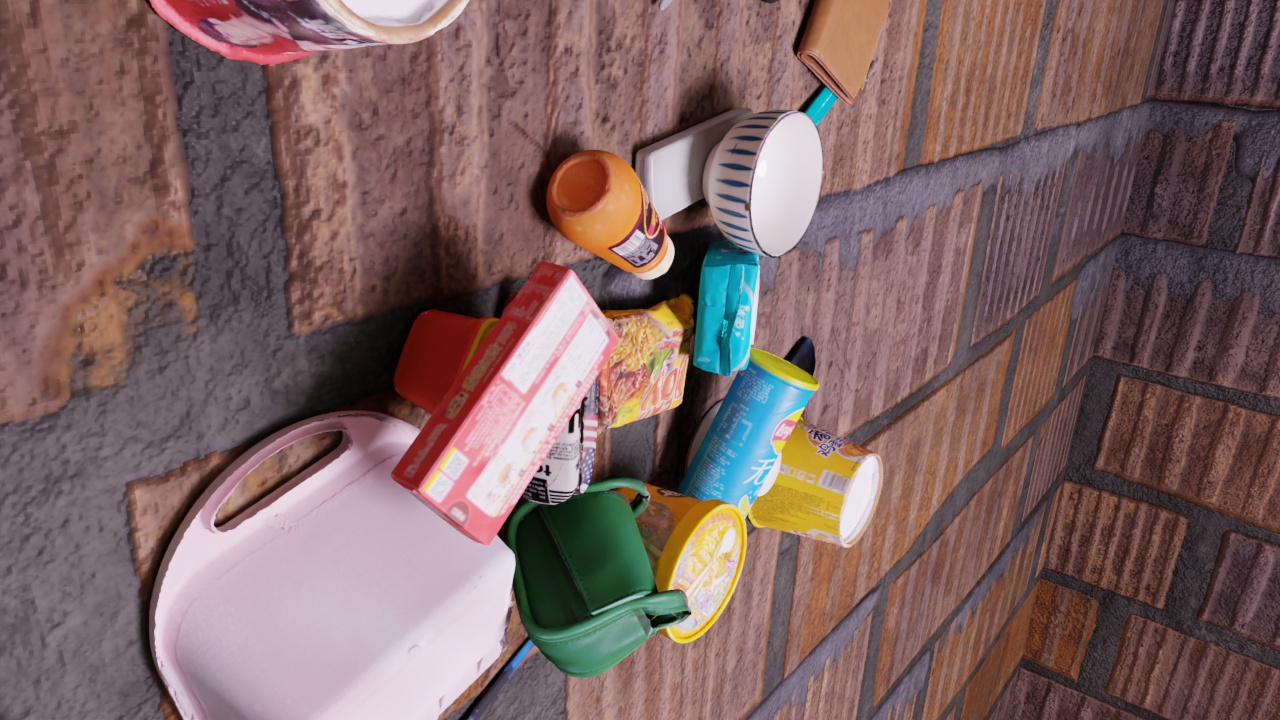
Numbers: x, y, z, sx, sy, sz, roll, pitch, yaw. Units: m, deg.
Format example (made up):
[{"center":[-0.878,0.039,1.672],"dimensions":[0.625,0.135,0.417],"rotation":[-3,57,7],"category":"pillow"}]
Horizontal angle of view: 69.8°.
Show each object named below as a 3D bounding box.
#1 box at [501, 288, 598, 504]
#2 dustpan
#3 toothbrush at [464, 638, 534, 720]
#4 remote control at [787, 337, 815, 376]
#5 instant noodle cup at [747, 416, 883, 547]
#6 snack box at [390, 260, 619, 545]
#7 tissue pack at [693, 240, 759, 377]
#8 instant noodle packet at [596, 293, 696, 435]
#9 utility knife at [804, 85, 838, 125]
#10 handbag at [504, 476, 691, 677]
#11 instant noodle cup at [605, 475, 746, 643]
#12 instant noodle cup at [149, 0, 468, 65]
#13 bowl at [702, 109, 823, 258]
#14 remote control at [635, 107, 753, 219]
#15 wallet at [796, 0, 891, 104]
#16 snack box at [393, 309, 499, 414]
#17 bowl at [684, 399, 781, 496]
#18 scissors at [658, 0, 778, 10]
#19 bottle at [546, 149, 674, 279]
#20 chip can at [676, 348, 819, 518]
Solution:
[{"center":[-0.054,0.022,0.664],"dimensions":[0.082,0.075,0.163],"rotation":[-29,125,-59],"category":"box"},{"center":[-0.190,0.165,0.591],"dimensions":[0.221,0.139,0.274],"rotation":[-38,161,-41],"category":"dustpan"},{"center":[-0.132,0.284,0.717],"dimensions":[0.189,0.016,0.014],"rotation":[-48,147,-32],"category":"toothbrush"},{"center":[0.162,0.031,1.002],"dimensions":[0.136,0.024,0.053],"rotation":[-52,142,-26],"category":"remote control"},{"center":[0.200,0.139,1.028],"dimensions":[0.137,0.110,0.138],"rotation":[-28,126,-47],"category":"instant noodle cup"},{"center":[-0.072,0.024,0.529],"dimensions":[0.152,0.025,0.075],"rotation":[-58,144,-19],"category":"snack box"},{"center":[0.075,-0.048,0.779],"dimensions":[0.133,0.050,0.093],"rotation":[-66,161,-72],"category":"tissue pack"},{"center":[-0.004,0.004,0.744],"dimensions":[0.128,0.044,0.111],"rotation":[-14,120,-51],"category":"instant noodle packet"},{"center":[0.179,-0.253,0.909],"dimensions":[0.165,0.013,0.029],"rotation":[-52,143,-31],"category":"utility knife"},{"center":[-0.035,0.158,0.681],"dimensions":[0.120,0.131,0.068],"rotation":[-20,135,-1],"category":"handbag"},{"center":[0.011,0.159,0.771],"dimensions":[0.118,0.114,0.119],"rotation":[-26,125,-46],"category":"instant noodle cup"},{"center":[-0.142,-0.197,0.403],"dimensions":[0.137,0.109,0.138],"rotation":[-28,127,-45],"category":"instant noodle cup"},{"center":[0.093,-0.147,0.749],"dimensions":[0.116,0.066,0.117],"rotation":[-27,125,-46],"category":"bowl"},{"center":[0.048,-0.164,0.758],"dimensions":[0.149,0.021,0.058],"rotation":[-34,130,-42],"category":"remote control"},{"center":[0.201,-0.330,0.884],"dimensions":[0.107,0.031,0.131],"rotation":[23,85,-49],"category":"wallet"},{"center":[-0.101,0.011,0.579],"dimensions":[0.091,0.080,0.082],"rotation":[24,84,-56],"category":"snack box"},{"center":[0.101,0.099,0.916],"dimensions":[0.113,0.062,0.113],"rotation":[-25,123,-47],"category":"bowl"},{"center":[0.072,-0.357,0.704],"dimensions":[0.233,0.022,0.221],"rotation":[12,94,-56],"category":"scissors"},{"center":[-0.012,-0.097,0.676],"dimensions":[0.149,0.067,0.066],"rotation":[35,76,-62],"category":"bottle"},{"center":[0.083,0.096,0.835],"dimensions":[0.071,0.071,0.210],"rotation":[7,113,-55],"category":"chip can"}]
